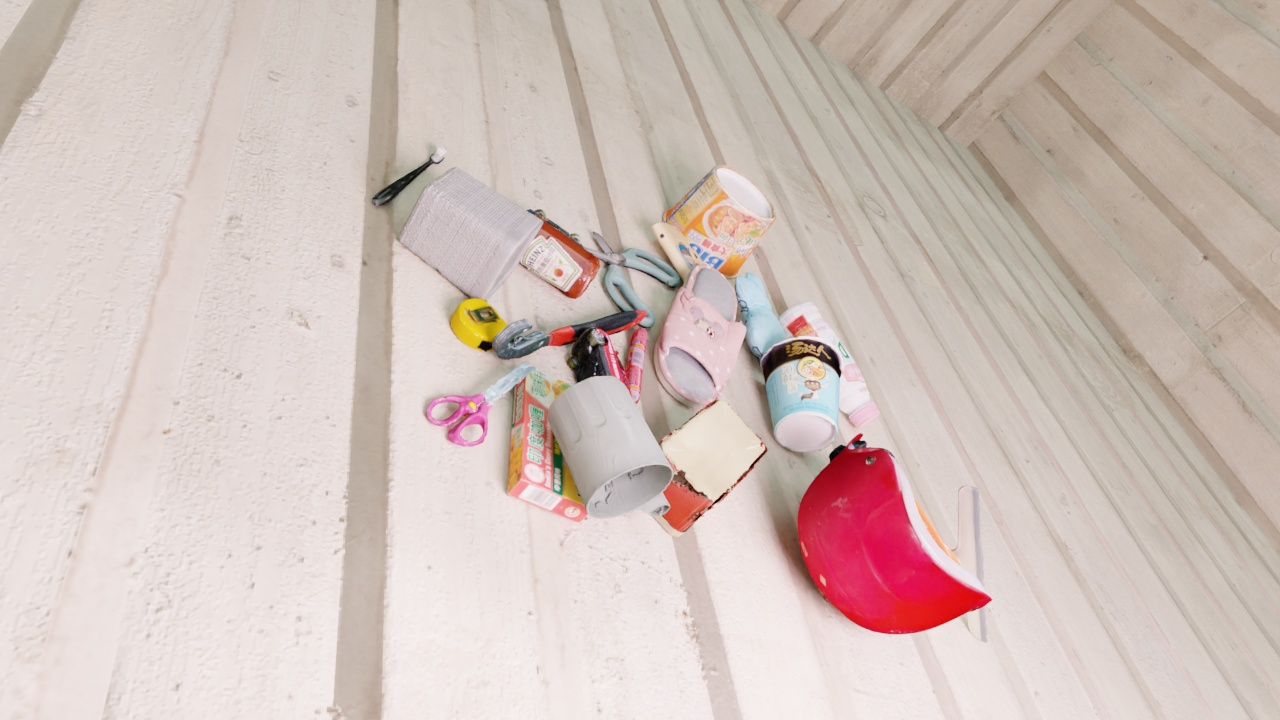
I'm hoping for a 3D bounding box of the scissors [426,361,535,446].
[{"bbox_3d":[-0.137,0.036,0.855,0.063,0.017,0.134,41,42,12],"label":"scissors"}]

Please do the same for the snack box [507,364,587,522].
[{"bbox_3d":[-0.084,0.076,0.875,0.077,0.027,0.155,27,34,-25],"label":"snack box"}]

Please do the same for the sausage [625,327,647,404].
[{"bbox_3d":[-0.006,0.006,1.058,0.020,0.020,0.155,32,32,-16],"label":"sausage"}]

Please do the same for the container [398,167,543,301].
[{"bbox_3d":[-0.182,-0.136,0.975,0.114,0.090,0.090,36,31,-5],"label":"container"}]

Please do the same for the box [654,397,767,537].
[{"bbox_3d":[0.065,0.101,0.960,0.091,0.080,0.168,47,31,8],"label":"box"}]

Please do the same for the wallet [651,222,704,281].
[{"bbox_3d":[0.064,-0.143,1.310,0.115,0.024,0.087,58,26,12],"label":"wallet"}]

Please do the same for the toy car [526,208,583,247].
[{"bbox_3d":[-0.109,-0.149,1.124,0.090,0.034,0.042,31,30,-21],"label":"toy car"}]

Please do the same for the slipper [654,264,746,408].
[{"bbox_3d":[0.084,-0.043,1.169,0.114,0.055,0.273,38,37,-13],"label":"slipper"}]

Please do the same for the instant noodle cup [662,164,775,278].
[{"bbox_3d":[0.126,-0.216,1.394,0.151,0.112,0.151,29,34,-21],"label":"instant noodle cup"}]

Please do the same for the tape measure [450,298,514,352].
[{"bbox_3d":[-0.162,-0.038,0.930,0.060,0.029,0.057,50,33,15],"label":"tape measure"}]

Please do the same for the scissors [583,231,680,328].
[{"bbox_3d":[0.000,-0.103,1.205,0.169,0.019,0.173,6,45,-43],"label":"scissors"}]

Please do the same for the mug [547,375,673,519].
[{"bbox_3d":[-0.022,0.085,0.843,0.103,0.084,0.124,61,8,30],"label":"mug"}]

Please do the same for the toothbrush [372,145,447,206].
[{"bbox_3d":[-0.262,-0.212,1.051,0.015,0.018,0.180,39,32,-10],"label":"toothbrush"}]

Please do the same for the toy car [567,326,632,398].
[{"bbox_3d":[-0.041,0.020,0.973,0.045,0.053,0.120,16,42,-39],"label":"toy car"}]

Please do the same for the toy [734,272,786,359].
[{"bbox_3d":[0.171,-0.049,1.286,0.156,0.050,0.161,62,21,0],"label":"toy"}]

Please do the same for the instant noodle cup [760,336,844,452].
[{"bbox_3d":[0.210,0.049,1.170,0.111,0.111,0.120,28,41,-22],"label":"instant noodle cup"}]

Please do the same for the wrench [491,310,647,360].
[{"bbox_3d":[-0.071,-0.033,1.010,0.016,0.056,0.272,53,29,14],"label":"wrench"}]

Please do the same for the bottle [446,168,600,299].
[{"bbox_3d":[-0.143,-0.149,1.063,0.206,0.060,0.059,34,32,-12],"label":"bottle"}]

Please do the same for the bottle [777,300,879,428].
[{"bbox_3d":[0.274,0.007,1.326,0.068,0.068,0.197,-6,58,-51],"label":"bottle"}]

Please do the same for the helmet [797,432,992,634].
[{"bbox_3d":[0.249,0.197,0.988,0.207,0.144,0.240,54,7,3],"label":"helmet"}]

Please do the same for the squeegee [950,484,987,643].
[{"bbox_3d":[0.342,0.193,1.153,0.246,0.039,0.247,-123,-165,-58],"label":"squeegee"}]
